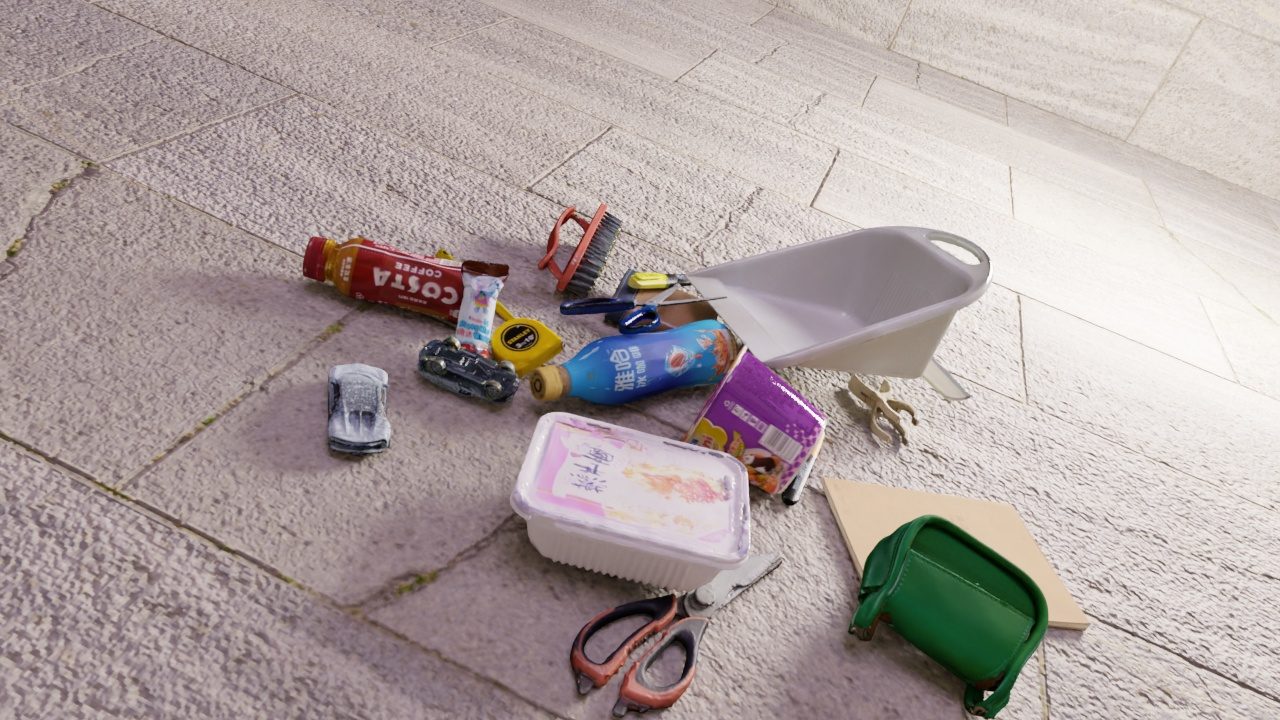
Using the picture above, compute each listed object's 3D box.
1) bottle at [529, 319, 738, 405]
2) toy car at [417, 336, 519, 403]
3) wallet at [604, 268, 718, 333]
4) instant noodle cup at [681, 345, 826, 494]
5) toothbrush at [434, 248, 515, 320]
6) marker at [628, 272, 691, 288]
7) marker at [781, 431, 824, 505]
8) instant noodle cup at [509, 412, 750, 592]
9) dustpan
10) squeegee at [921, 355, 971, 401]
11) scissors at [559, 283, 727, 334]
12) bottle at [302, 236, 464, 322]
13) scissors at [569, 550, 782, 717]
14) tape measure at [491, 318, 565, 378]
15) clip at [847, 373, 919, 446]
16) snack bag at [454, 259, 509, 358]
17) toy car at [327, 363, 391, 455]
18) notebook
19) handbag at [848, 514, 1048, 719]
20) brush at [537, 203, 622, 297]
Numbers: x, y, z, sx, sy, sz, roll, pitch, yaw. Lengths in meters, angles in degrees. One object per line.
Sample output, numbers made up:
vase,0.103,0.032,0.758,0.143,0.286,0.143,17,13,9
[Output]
bottle,-0.005,0.005,0.862,0.218,0.065,0.065,-10,43,-37
toy car,-0.151,0.012,0.805,0.090,0.034,0.042,21,31,-1
wallet,0.025,-0.053,0.992,0.115,0.033,0.090,21,36,1
instant noodle cup,0.102,0.058,0.810,0.099,0.112,0.111,33,34,3
toothbrush,-0.148,-0.062,0.928,0.015,0.017,0.190,-18,48,-45
marker,0.036,-0.089,1.006,0.123,0.015,0.018,-6,45,-41
marker,0.153,0.096,0.856,0.018,0.015,0.123,22,35,12
instant noodle cup,-0.008,0.113,0.696,0.173,0.060,0.137,13,28,-1
dustpan,0.216,-0.084,0.944,0.257,0.143,0.222,11,23,-24
squeegee,0.202,-0.021,1.028,0.246,0.039,0.246,10,24,-13
scissors,0.001,-0.054,0.913,0.162,0.012,0.175,1,19,13
bottle,-0.228,-0.078,0.873,0.175,0.058,0.057,14,34,-9
scissors,0.048,0.191,0.665,0.210,0.015,0.176,7,34,-17
tape measure,-0.110,-0.012,0.861,0.057,0.029,0.059,38,57,27
clip,0.256,0.047,0.965,0.076,0.035,0.100,9,30,-15
snack bag,-0.150,-0.040,0.841,0.045,0.105,0.026,9,-7,4
toy car,-0.226,0.035,0.736,0.049,0.031,0.105,5,35,-22
notebook,0.274,0.169,0.817,0.211,0.012,0.149,10,34,-16
handbag,0.232,0.193,0.704,0.131,0.068,0.119,36,54,7
brush,-0.071,-0.122,1.015,0.069,0.063,0.145,29,34,-8
